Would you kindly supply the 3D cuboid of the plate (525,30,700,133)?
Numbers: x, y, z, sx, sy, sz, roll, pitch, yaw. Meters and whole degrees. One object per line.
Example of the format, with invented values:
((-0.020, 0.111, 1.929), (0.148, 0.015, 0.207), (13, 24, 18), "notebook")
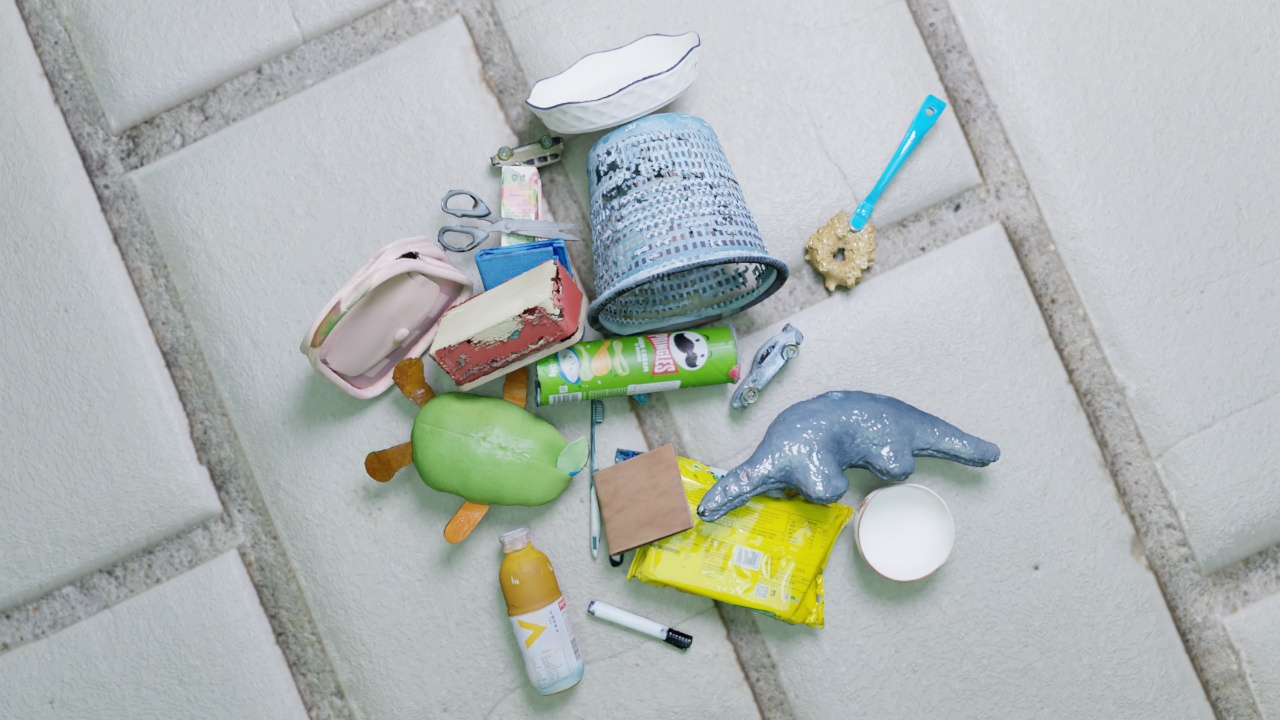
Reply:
((-0.027, -0.310, 1.029), (0.205, 0.204, 0.045), (-21, 121, 1), "plate")

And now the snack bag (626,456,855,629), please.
((0.112, 0.213, 1.071), (0.246, 0.068, 0.158), (15, 90, 1), "snack bag")

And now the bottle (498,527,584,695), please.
((-0.121, 0.291, 1.074), (0.068, 0.068, 0.189), (-18, 89, 1), "bottle")

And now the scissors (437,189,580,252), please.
((-0.154, -0.163, 1.054), (0.173, 0.014, 0.145), (-30, 83, 15), "scissors")

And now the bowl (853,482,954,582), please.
((0.298, 0.195, 1.067), (0.113, 0.062, 0.113), (0, 92, -5), "bowl")

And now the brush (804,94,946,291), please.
((0.280, -0.198, 1.079), (0.083, 0.046, 0.255), (32, 96, 5), "brush")

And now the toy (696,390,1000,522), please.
((0.223, 0.100, 1.043), (0.356, 0.092, 0.137), (-12, 56, -10), "toy")

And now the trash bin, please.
((0.032, -0.154, 1.020), (0.226, 0.227, 0.195), (-13, 76, 1), "trash bin")

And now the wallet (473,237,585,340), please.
((-0.125, -0.076, 1.063), (0.106, 0.040, 0.133), (-8, 128, 5), "wallet")

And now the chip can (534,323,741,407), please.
((-0.006, 0.006, 1.054), (0.236, 0.072, 0.072), (-7, 89, -9), "chip can")

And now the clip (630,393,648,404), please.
((-0.013, 0.032, 1.100), (0.056, 0.041, 0.014), (43, 89, -3), "clip")

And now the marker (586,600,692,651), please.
((-0.001, 0.317, 1.097), (0.131, 0.018, 0.023), (19, 99, 1), "marker")

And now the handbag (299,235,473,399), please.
((-0.291, -0.052, 1.000), (0.093, 0.234, 0.193), (43, 90, 3), "handbag")

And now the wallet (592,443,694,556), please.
((0.002, 0.159, 1.047), (0.115, 0.020, 0.101), (-24, 68, 27), "wallet")

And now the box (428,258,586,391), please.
((-0.151, -0.043, 1.010), (0.169, 0.091, 0.079), (-23, 126, 21), "box")

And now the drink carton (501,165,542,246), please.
((-0.140, -0.165, 1.089), (0.045, 0.053, 0.122), (0, 90, 1), "drink carton")

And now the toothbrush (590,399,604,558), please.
((-0.052, 0.141, 1.102), (0.018, 0.016, 0.191), (0, 89, -9), "toothbrush")

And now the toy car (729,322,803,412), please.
((0.146, 0.008, 1.080), (0.037, 0.054, 0.120), (38, 91, -1), "toy car")

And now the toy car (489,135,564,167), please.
((-0.135, -0.246, 1.095), (0.090, 0.042, 0.035), (-13, 102, -3), "toy car")

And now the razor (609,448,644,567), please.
((-0.020, 0.178, 1.097), (0.043, 0.022, 0.142), (10, 90, 3), "razor")

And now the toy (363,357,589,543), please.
((-0.187, 0.102, 1.069), (0.247, 0.090, 0.226), (19, 77, -2), "toy")
